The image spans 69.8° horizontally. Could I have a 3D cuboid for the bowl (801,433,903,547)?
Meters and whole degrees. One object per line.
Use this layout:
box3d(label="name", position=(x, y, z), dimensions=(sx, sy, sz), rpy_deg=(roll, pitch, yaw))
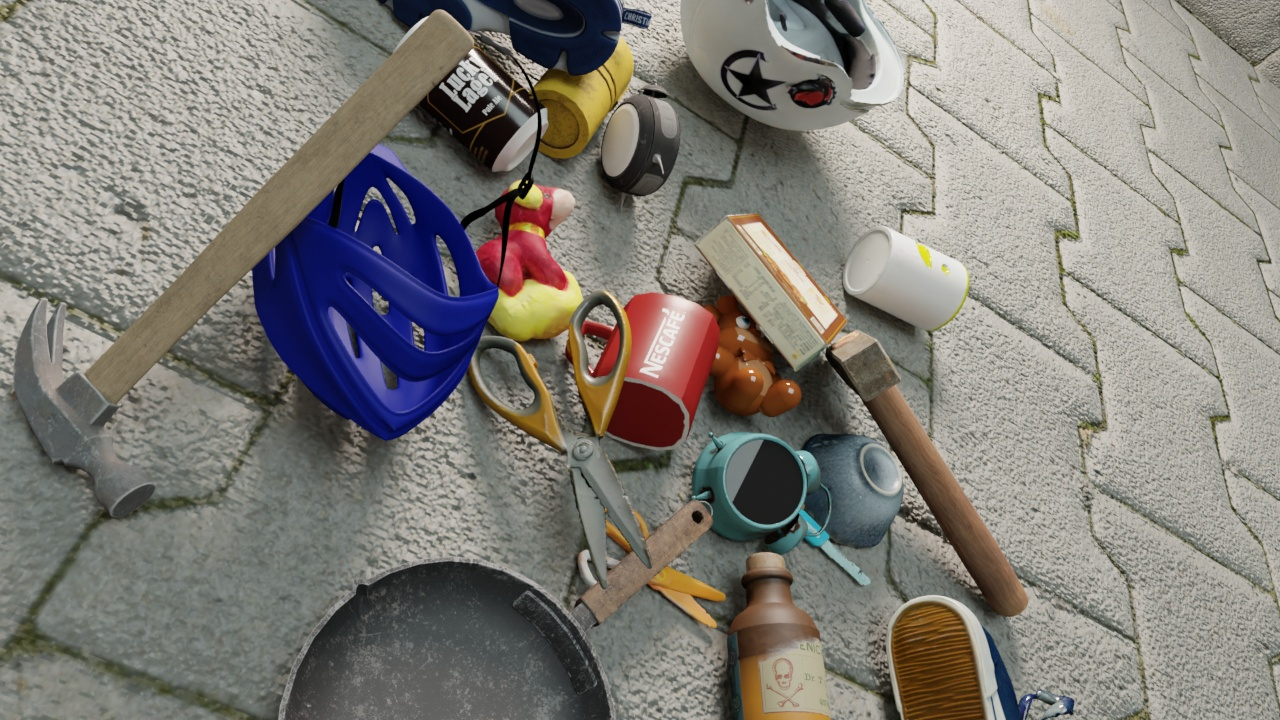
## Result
box3d(label="bowl", position=(0.195, 0.107, 0.813), dimensions=(0.110, 0.055, 0.110), rpy_deg=(18, 53, -26))

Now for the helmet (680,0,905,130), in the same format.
box3d(label="helmet", position=(0.156, -0.354, 1.017), dimensions=(0.264, 0.164, 0.236), rpy_deg=(30, 52, -24))

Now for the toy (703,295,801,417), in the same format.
box3d(label="toy", position=(0.093, -0.007, 0.813), dimensions=(0.095, 0.065, 0.127), rpy_deg=(23, 45, -33))

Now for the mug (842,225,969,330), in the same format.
box3d(label="mug", position=(0.284, -0.087, 0.985), dimensions=(0.106, 0.083, 0.082), rpy_deg=(21, 51, -21))

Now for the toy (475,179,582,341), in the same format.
box3d(label="toy", position=(-0.096, -0.080, 0.736), dimensions=(0.105, 0.067, 0.137), rpy_deg=(8, 69, -28))

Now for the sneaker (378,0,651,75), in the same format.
box3d(label="sneaker", position=(-0.125, -0.349, 0.845), dimensions=(0.269, 0.103, 0.132), rpy_deg=(23, 32, 9))

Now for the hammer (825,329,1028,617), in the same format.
box3d(label="hammer", position=(0.266, 0.106, 0.845), dimensions=(0.301, 0.037, 0.157), rpy_deg=(57, 7, -4))

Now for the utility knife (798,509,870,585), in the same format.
box3d(label="utility knife", position=(0.139, 0.137, 0.781), dimensions=(0.158, 0.015, 0.022), rpy_deg=(41, 70, -6))

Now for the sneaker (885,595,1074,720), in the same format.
box3d(label="sneaker", position=(0.279, 0.334, 0.705), dimensions=(0.127, 0.121, 0.294), rpy_deg=(33, 41, -44))

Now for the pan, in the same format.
box3d(label="pan", position=(-0.062, 0.188, 0.590), dimensions=(0.355, 0.040, 0.207), rpy_deg=(-32, 82, -44))

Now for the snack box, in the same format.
box3d(label="snack box", position=(0.125, -0.069, 0.852), dimensions=(0.143, 0.041, 0.146), rpy_deg=(51, 21, 4))

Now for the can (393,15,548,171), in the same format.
box3d(label="can", position=(-0.145, -0.226, 0.784), dimensions=(0.128, 0.072, 0.071), rpy_deg=(42, 46, -4))

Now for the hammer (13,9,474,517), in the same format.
box3d(label="hammer", position=(-0.218, -0.070, 0.512), dimensions=(0.119, 0.331, 0.030), rpy_deg=(44, 2, 8))

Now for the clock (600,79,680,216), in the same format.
box3d(label="clock", position=(-0.004, -0.205, 0.854), dimensions=(0.043, 0.091, 0.122), rpy_deg=(7, 63, -31))

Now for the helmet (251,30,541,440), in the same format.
box3d(label="helmet", position=(-0.145, -0.086, 0.584), dimensions=(0.147, 0.228, 0.241), rpy_deg=(18, 37, -42))

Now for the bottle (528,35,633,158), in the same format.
box3d(label="bottle", position=(-0.052, -0.265, 0.878), dimensions=(0.071, 0.071, 0.163), rpy_deg=(35, 47, -11))

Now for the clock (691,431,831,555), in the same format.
box3d(label="clock", position=(0.102, 0.105, 0.738), dimensions=(0.124, 0.053, 0.090), rpy_deg=(21, 73, -14))

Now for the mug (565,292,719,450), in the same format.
box3d(label="mug", position=(-0.004, 0.004, 0.730), dimensions=(0.116, 0.081, 0.096), rpy_deg=(15, 48, 10))

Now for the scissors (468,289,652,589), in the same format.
box3d(label="scissors", position=(-0.056, 0.052, 0.649), dimensions=(0.166, 0.016, 0.224), rpy_deg=(-9, 63, 7))

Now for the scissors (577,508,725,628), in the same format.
box3d(label="scissors", position=(0.009, 0.166, 0.673), dimensions=(0.133, 0.012, 0.083), rpy_deg=(41, 48, -4))

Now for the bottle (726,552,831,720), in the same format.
box3d(label="bottle", position=(0.098, 0.217, 0.662), dimensions=(0.067, 0.068, 0.156), rpy_deg=(16, 53, -26))
